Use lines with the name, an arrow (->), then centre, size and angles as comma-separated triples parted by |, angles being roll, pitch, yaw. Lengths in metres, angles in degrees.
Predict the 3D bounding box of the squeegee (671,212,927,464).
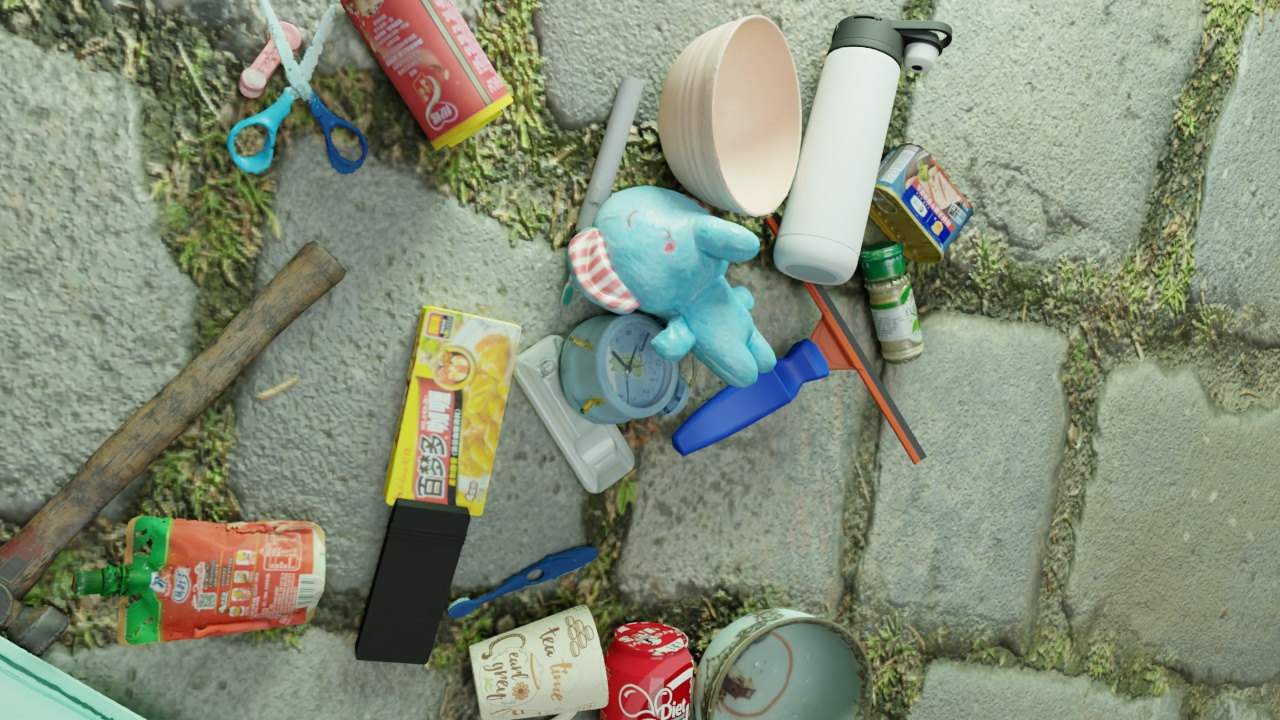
squeegee -> 0.105, 0.026, 0.787 | 0.184, 0.055, 0.249 | -31, 90, -16

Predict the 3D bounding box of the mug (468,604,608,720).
mug -> -0.083, 0.262, 0.740 | 0.097, 0.081, 0.122 | -10, 127, -14

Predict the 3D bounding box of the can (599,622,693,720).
can -> 0.003, 0.300, 0.768 | 0.074, 0.074, 0.142 | 2, 96, -23

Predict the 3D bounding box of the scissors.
scissors -> -0.225, -0.181, 0.630 | 0.117, 0.014, 0.130 | 19, 93, -43

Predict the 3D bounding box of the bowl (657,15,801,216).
bowl -> 0.062, -0.187, 0.717 | 0.152, 0.076, 0.153 | -13, 106, -56

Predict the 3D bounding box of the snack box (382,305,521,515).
snack box -> -0.144, 0.039, 0.701 | 0.075, 0.025, 0.152 | 12, 92, -23

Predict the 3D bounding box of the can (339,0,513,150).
can -> -0.149, -0.216, 0.643 | 0.066, 0.067, 0.124 | -37, 109, -15

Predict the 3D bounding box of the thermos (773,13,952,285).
thermos -> 0.186, -0.177, 0.767 | 0.101, 0.068, 0.229 | 14, 83, 9

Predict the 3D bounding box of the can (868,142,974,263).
can -> 0.247, -0.142, 0.825 | 0.100, 0.054, 0.059 | 42, 79, -22

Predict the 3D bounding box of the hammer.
hammer -> -0.334, 0.039, 0.620 | 0.120, 0.033, 0.330 | 46, 79, -20

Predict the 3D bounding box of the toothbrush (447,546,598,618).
toothbrush -> -0.094, 0.179, 0.746 | 0.132, 0.016, 0.021 | -19, 104, -22

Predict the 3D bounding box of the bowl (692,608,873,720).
bowl -> 0.109, 0.284, 0.800 | 0.159, 0.094, 0.160 | -3, 98, -22

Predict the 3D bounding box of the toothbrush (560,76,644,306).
toothbrush -> -0.033, -0.133, 0.727 | 0.018, 0.019, 0.188 | 17, 90, -30

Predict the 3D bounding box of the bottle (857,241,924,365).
bottle -> 0.229, -0.052, 0.835 | 0.042, 0.043, 0.110 | -22, 105, -19

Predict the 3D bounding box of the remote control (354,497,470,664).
remote control -> -0.174, 0.169, 0.697 | 0.058, 0.013, 0.133 | 13, 105, -24

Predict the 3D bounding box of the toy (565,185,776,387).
toy -> 0.039, -0.063, 0.689 | 0.180, 0.115, 0.182 | 48, 38, 9

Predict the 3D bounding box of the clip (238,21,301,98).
clip -> -0.252, -0.203, 0.621 | 0.023, 0.043, 0.060 | 37, 96, -26

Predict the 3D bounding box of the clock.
clock -> -0.004, 0.004, 0.732 | 0.124, 0.052, 0.089 | -8, 88, -38

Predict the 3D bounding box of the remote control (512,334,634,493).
remote control -> -0.052, 0.045, 0.741 | 0.050, 0.022, 0.133 | -35, 108, -15

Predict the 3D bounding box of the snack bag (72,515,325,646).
snack bag -> -0.298, 0.150, 0.627 | 0.155, 0.044, 0.087 | 5, 92, -33

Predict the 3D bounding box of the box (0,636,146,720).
box -> -0.375, 0.263, 0.584 | 0.077, 0.091, 0.188 | -37, 113, 21
